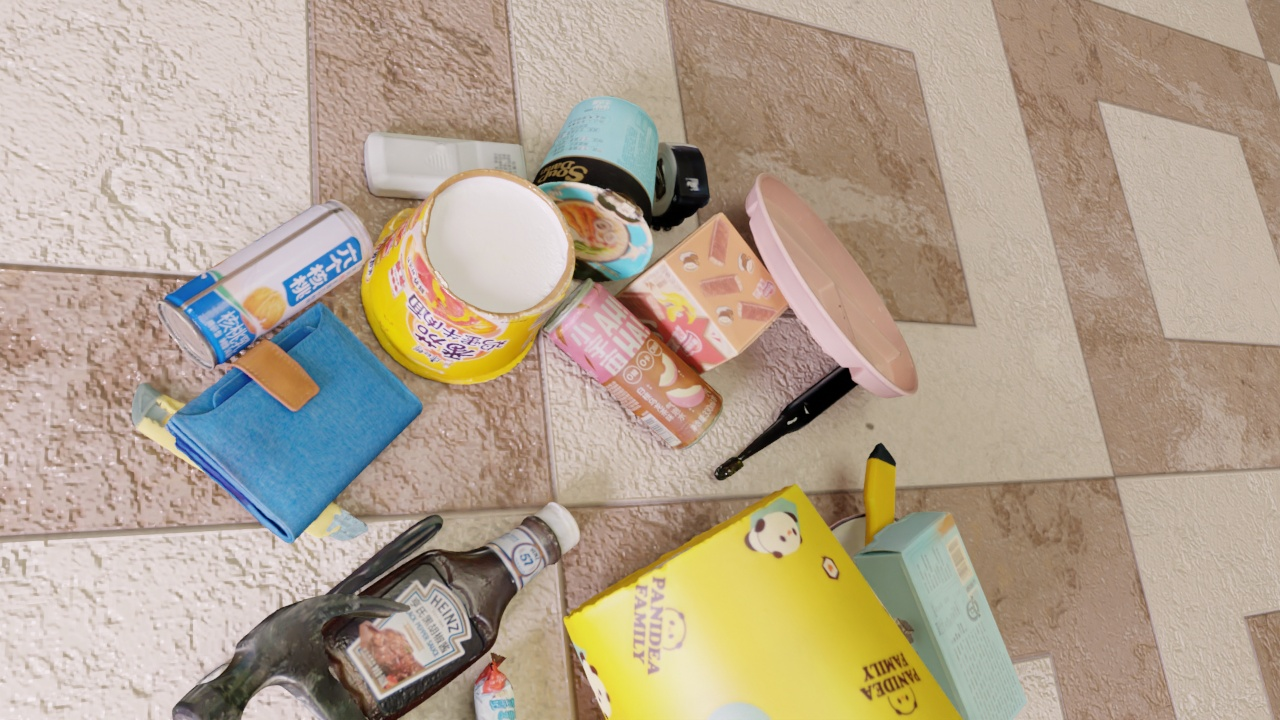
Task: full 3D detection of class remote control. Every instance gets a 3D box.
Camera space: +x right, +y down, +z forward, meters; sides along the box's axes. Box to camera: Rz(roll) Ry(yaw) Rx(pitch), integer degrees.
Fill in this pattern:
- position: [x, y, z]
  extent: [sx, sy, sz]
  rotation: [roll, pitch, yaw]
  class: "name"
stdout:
- position: [-0.148, -0.149, 0.711]
  extent: [0.124, 0.024, 0.049]
  rotation: [-2, 75, -30]
  class: "remote control"

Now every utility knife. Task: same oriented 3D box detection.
- position: [-0.250, 0.071, 0.587]
  extent: [0.167, 0.018, 0.030]
  rotation: [38, 64, -18]
  class: "utility knife"
- position: [0.190, 0.167, 0.747]
  extent: [0.033, 0.015, 0.208]
  rotation: [23, 63, -28]
  class: "utility knife"

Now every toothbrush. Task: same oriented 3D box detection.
- position: [-0.198, 0.152, 0.585]
  extent: [0.180, 0.018, 0.015]
  rotation: [-36, 88, -35]
  class: "toothbrush"
- position: [0.139, 0.047, 0.802]
  extent: [0.212, 0.027, 0.026]
  rotation: [-32, 97, -34]
  class: "toothbrush"

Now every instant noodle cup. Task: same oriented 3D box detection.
- position: [-0.117, -0.062, 0.647]
  extent: [0.138, 0.110, 0.138]
  rotation: [9, 69, -25]
  class: "instant noodle cup"
- position: [-0.032, -0.143, 0.731]
  extent: [0.111, 0.111, 0.120]
  rotation: [27, 55, -19]
  class: "instant noodle cup"

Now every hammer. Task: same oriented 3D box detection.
- position: [-0.110, 0.268, 0.519]
  extent: [0.323, 0.032, 0.125]
  rotation: [56, 39, -12]
  class: "hammer"

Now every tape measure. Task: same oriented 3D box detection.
- position: [0.028, -0.153, 0.786]
  extent: [0.033, 0.066, 0.066]
  rotation: [-1, 75, -28]
  class: "tape measure"

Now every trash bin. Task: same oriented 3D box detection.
- position: [0.089, 0.236, 0.598]
  extent: [0.229, 0.230, 0.255]
  rotation: [-24, 79, -33]
  class: "trash bin"

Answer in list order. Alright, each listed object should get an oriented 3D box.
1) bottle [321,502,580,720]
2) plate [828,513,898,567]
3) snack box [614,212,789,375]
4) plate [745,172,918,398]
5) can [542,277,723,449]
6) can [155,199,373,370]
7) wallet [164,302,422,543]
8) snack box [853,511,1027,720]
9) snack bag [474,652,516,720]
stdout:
- position: [-0.122, 0.159, 0.608]
  extent: [0.194, 0.044, 0.080]
  rotation: [-32, 89, -34]
  class: "bottle"
- position: [0.194, 0.226, 0.764]
  extent: [0.192, 0.039, 0.192]
  rotation: [10, 69, -26]
  class: "plate"
- position: [0.047, -0.048, 0.743]
  extent: [0.094, 0.093, 0.076]
  rotation: [51, 57, -5]
  class: "snack box"
- position: [0.163, -0.062, 0.792]
  extent: [0.229, 0.028, 0.229]
  rotation: [40, 28, -27]
  class: "plate"
- position: [-0.004, 0.004, 0.718]
  extent: [0.147, 0.058, 0.057]
  rotation: [42, 58, -10]
  class: "can"
- position: [-0.244, -0.053, 0.606]
  extent: [0.053, 0.053, 0.134]
  rotation: [50, 57, -6]
  class: "can"
- position: [-0.217, 0.036, 0.593]
  extent: [0.106, 0.040, 0.132]
  rotation: [47, 46, -9]
  class: "wallet"
- position: [0.238, 0.213, 0.725]
  extent: [0.074, 0.052, 0.175]
  rotation: [-24, 92, -38]
  class: "snack box"
- position: [-0.093, 0.243, 0.595]
  extent: [0.026, 0.045, 0.105]
  rotation: [-3, 74, -17]
  class: "snack bag"
